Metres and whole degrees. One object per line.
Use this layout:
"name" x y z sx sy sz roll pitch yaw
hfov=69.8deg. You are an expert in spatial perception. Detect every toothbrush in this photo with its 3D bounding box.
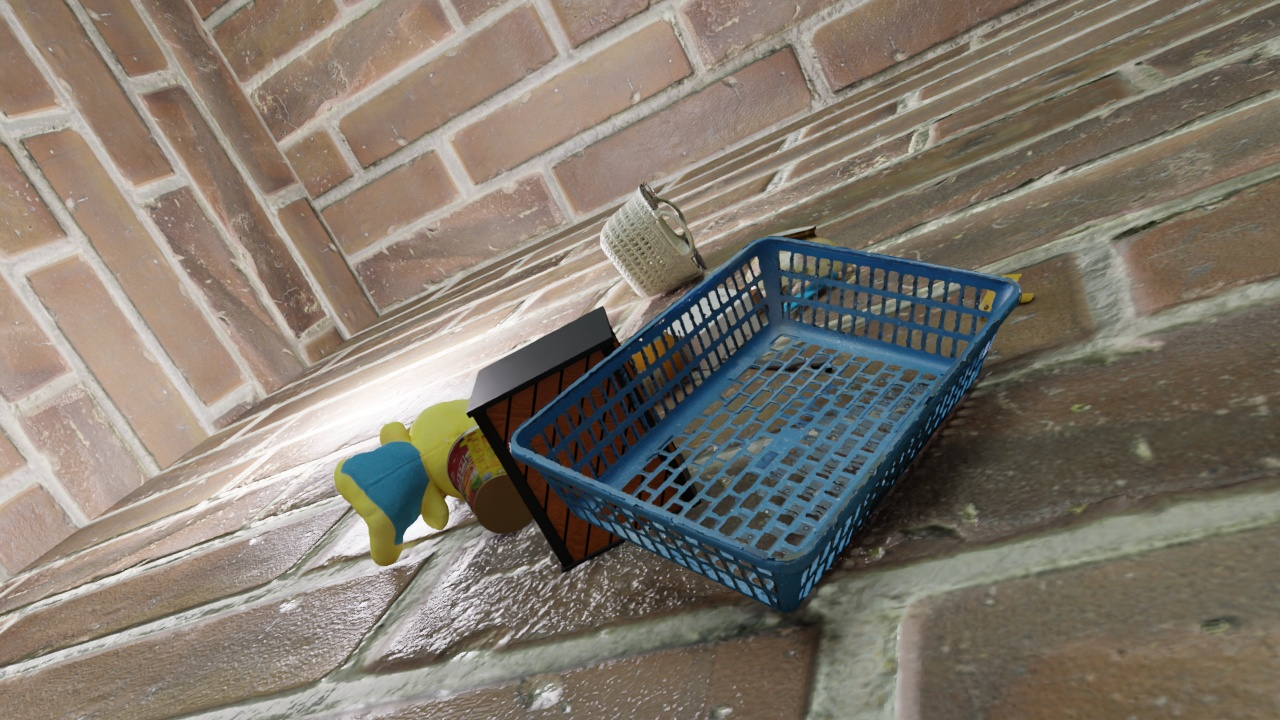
"toothbrush" 0.157 0.004 1.011 0.012 0.013 0.168 -34 15 -22

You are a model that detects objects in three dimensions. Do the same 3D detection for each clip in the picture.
"clip" 0.343 -0.059 0.878 0.047 0.046 0.054 4 1 -28

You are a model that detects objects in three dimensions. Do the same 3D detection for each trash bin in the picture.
"trash bin" -0.053 0.068 0.861 0.140 0.172 0.139 -28 15 2

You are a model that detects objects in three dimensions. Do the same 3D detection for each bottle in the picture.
"bottle" -0.019 0.030 1.124 0.156 0.068 0.068 -32 16 -14

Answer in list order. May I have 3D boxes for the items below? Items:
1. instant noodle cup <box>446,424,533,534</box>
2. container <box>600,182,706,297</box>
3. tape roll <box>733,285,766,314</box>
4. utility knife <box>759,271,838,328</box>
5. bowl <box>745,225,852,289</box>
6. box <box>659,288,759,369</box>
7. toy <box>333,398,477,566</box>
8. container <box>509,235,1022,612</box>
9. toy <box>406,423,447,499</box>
"instant noodle cup" -0.156 0.132 0.997 0.100 0.100 0.112 -29 23 -5
"container" 0.021 -0.214 1.659 0.143 0.185 0.251 -38 12 10
"tape roll" 0.127 -0.072 1.275 0.094 0.027 0.094 -26 15 8
"utility knife" 0.207 -0.080 1.179 0.174 0.015 0.031 -33 12 -38
"bowl" 0.207 -0.143 1.236 0.145 0.063 0.145 -12 9 2
"box" 0.096 -0.027 1.177 0.107 0.095 0.102 -41 31 -24
"toy" -0.247 0.126 1.085 0.213 0.149 0.084 -28 -16 -26
"container" 0.110 0.034 0.728 0.257 0.089 0.361 17 43 37
"toy" -0.262 0.123 1.190 0.133 0.108 0.106 -40 -1 -38
